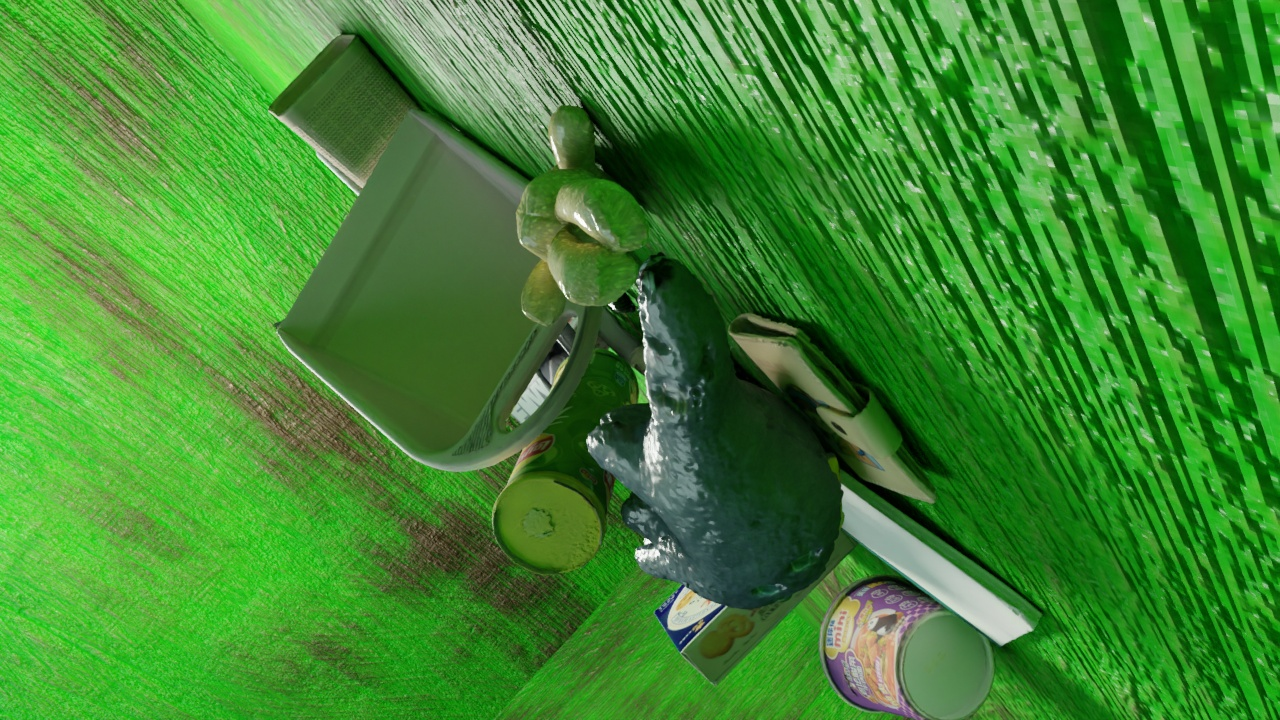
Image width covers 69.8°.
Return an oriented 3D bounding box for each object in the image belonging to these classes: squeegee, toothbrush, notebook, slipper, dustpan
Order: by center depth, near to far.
[{"bbox_3d":[0.162,0.117,0.620,0.209,0.012,0.150,36,170,23],"label":"notebook"},{"bbox_3d":[-0.146,-0.052,0.661,0.273,0.222,0.138,30,-176,9],"label":"dustpan"},{"bbox_3d":[-0.071,-0.096,0.743,0.189,0.016,0.014,43,148,22],"label":"toothbrush"},{"bbox_3d":[-0.005,0.005,0.818,0.246,0.039,0.247,53,164,26],"label":"squeegee"},{"bbox_3d":[-0.081,0.044,0.881,0.110,0.083,0.269,50,163,4],"label":"slipper"}]

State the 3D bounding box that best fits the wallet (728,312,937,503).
[{"bbox_3d":[0.098,0.023,0.461,0.115,0.024,0.087,47,177,-16],"label":"wallet"}]

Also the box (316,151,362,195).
[{"bbox_3d":[-0.242,-0.176,0.937,0.201,0.091,0.094,42,174,15],"label":"box"}]

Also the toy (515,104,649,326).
[{"bbox_3d":[-0.025,-0.065,0.431,0.066,0.105,0.157,2,-164,-10],"label":"toy"}]

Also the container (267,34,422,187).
[{"bbox_3d":[-0.236,-0.200,0.774,0.111,0.090,0.090,45,174,-33],"label":"container"}]

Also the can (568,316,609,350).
[{"bbox_3d":[-0.081,-0.045,0.942,0.053,0.053,0.133,49,171,-38],"label":"can"}]

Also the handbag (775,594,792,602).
[{"bbox_3d":[0.064,0.119,0.686,0.131,0.067,0.120,16,155,29],"label":"handbag"}]

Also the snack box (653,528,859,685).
[{"bbox_3d":[0.102,0.209,0.875,0.046,0.177,0.182,48,172,-1],"label":"snack box"}]

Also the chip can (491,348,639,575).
[{"bbox_3d":[-0.046,0.061,0.661,0.072,0.073,0.220,46,-160,-13],"label":"chip can"}]

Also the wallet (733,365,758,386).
[{"bbox_3d":[0.078,0.035,0.662,0.097,0.019,0.121,41,171,10],"label":"wallet"}]

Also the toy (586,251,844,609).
[{"bbox_3d":[0.045,0.075,0.520,0.138,0.091,0.357,26,152,19],"label":"toy"}]

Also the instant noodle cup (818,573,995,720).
[{"bbox_3d":[0.209,0.226,0.708,0.111,0.111,0.099,45,165,-6],"label":"instant noodle cup"}]
